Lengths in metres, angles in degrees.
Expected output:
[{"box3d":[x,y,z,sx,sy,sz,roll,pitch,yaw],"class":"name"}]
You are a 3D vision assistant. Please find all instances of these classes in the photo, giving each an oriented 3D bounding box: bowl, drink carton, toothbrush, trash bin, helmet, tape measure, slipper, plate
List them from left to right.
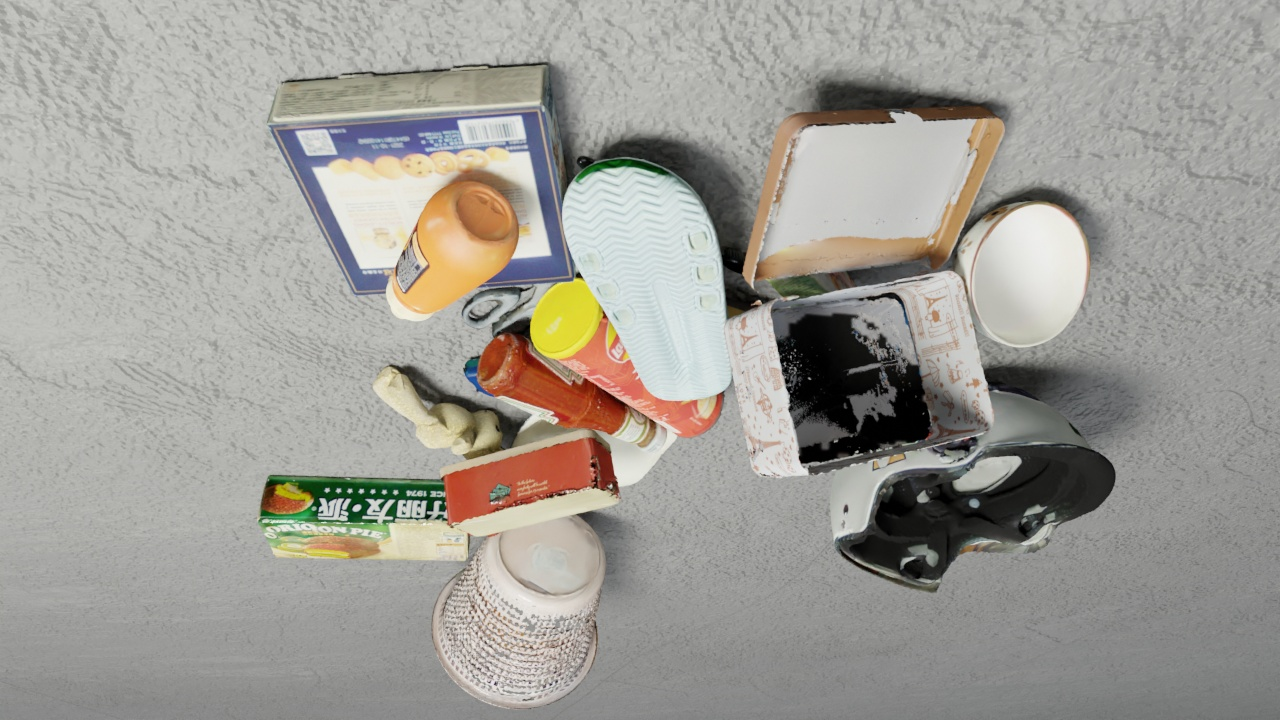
[{"box3d":[-0.136,0.014,0.889,0.058,0.025,0.054,-6,149,13],"class":"tape measure"},{"box3d":[-0.140,0.298,1.176,0.227,0.227,0.193,9,133,-17],"class":"trash bin"},{"box3d":[-0.054,0.083,0.991,0.164,0.034,0.164,11,145,-19],"class":"plate"},{"box3d":[0.018,-0.061,0.718,0.104,0.074,0.246,-11,136,11],"class":"slipper"},{"box3d":[0.024,-0.112,0.722,0.189,0.016,0.014,28,146,-33],"class":"toothbrush"},{"box3d":[0.142,-0.067,0.757,0.046,0.053,0.122,-23,142,25],"class":"drink carton"},{"box3d":[0.319,0.111,0.949,0.275,0.156,0.230,-34,134,25],"class":"helmet"},{"box3d":[0.294,-0.071,0.735,0.113,0.113,0.062,11,-173,-20],"class":"bowl"}]

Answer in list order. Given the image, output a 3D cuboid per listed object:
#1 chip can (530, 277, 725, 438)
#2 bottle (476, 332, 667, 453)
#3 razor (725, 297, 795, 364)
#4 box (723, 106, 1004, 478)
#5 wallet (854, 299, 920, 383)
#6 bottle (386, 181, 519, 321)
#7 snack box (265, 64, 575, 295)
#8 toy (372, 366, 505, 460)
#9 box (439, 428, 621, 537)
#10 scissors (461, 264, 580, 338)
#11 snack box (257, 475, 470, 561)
[{"box3d":[-0.005,0.005,0.831,0.073,0.073,0.216,-22,145,27],"class":"chip can"},{"box3d":[-0.057,0.038,0.867,0.206,0.059,0.060,29,136,-35],"class":"bottle"},{"box3d":[0.064,-0.034,0.800,0.167,0.067,0.062,19,147,-19],"class":"razor"},{"box3d":[0.163,-0.047,0.671,0.178,0.126,0.274,-9,109,-22],"class":"box"},{"box3d":[0.235,-0.016,0.845,0.133,0.040,0.106,-12,143,1],"class":"wallet"},{"box3d":[-0.143,-0.067,0.653,0.066,0.066,0.150,19,147,-29],"class":"bottle"},{"box3d":[-0.144,-0.122,0.662,0.178,0.045,0.183,-3,147,1],"class":"snack box"},{"box3d":[-0.201,0.057,0.928,0.105,0.066,0.157,12,159,46],"class":"toy"},{"box3d":[-0.109,0.135,0.937,0.168,0.079,0.091,-15,158,9],"class":"box"},{"box3d":[-0.086,-0.066,0.781,0.135,0.014,0.175,5,146,-14],"class":"scissors"},{"box3d":[-0.329,0.195,1.119,0.240,0.063,0.115,3,146,-7],"class":"snack box"}]
